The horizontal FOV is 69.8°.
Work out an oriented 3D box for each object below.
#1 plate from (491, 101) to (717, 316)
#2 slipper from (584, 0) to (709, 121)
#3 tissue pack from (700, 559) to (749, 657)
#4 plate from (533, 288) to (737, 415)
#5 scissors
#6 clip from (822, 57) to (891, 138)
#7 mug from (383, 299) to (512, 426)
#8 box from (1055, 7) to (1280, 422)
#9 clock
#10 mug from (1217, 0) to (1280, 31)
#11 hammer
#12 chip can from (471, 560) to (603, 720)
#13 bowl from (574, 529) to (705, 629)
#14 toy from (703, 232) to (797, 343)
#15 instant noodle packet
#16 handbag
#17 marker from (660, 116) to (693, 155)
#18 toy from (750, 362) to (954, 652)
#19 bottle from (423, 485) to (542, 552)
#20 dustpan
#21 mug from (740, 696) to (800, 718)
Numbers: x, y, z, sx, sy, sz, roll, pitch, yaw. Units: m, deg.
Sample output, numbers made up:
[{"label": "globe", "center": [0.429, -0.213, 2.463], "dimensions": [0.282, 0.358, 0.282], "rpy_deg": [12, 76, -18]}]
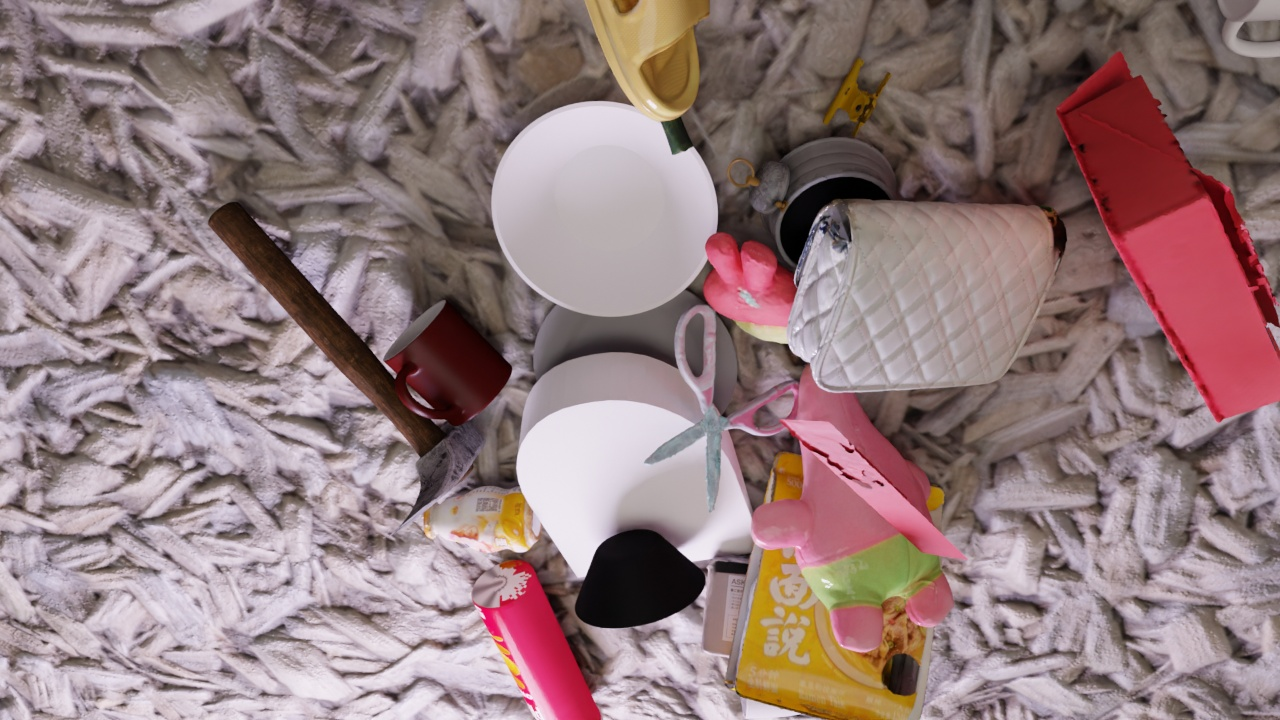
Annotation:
[{"label": "plate", "center": [-0.026, -0.120, 0.718], "dimensions": [0.174, 0.036, 0.174], "rpy_deg": [3, 121, 5]}, {"label": "slipper", "center": [0.001, -0.288, 0.578], "dimensions": [0.079, 0.099, 0.263], "rpy_deg": [-9, 115, 30]}, {"label": "tissue pack", "center": [0.150, 0.256, 0.893], "dimensions": [0.181, 0.071, 0.103], "rpy_deg": [6, 77, -1]}, {"label": "plate", "center": [-0.005, 0.005, 0.804], "dimensions": [0.178, 0.012, 0.179], "rpy_deg": [3, 121, 5]}, {"label": "scissors", "center": [0.064, 0.031, 0.757], "dimensions": [0.170, 0.013, 0.175], "rpy_deg": [-26, 104, -27]}, {"label": "clip", "center": [0.158, -0.185, 0.660], "dimensions": [0.048, 0.046, 0.054], "rpy_deg": [-5, 133, -45]}, {"label": "mug", "center": [-0.167, 0.012, 0.772], "dimensions": [0.073, 0.105, 0.082], "rpy_deg": [-31, 113, 30]}, {"label": "box", "center": [0.433, -0.158, 0.599], "dimensions": [0.374, 0.148, 0.213], "rpy_deg": [-47, 122, 1]}, {"label": "clock", "center": [0.131, -0.117, 0.687], "dimensions": [0.147, 0.056, 0.104], "rpy_deg": [19, 128, -18]}, {"label": "mug", "center": [0.425, -0.241, 0.584], "dimensions": [0.090, 0.073, 0.111], "rpy_deg": [-1, 146, 7]}, {"label": "hammer", "center": [-0.250, -0.004, 0.737], "dimensions": [0.037, 0.217, 0.300], "rpy_deg": [-40, 97, 6]}, {"label": "chip can", "center": [-0.106, 0.314, 0.966], "dimensions": [0.069, 0.069, 0.221], "rpy_deg": [-12, 118, 13]}, {"label": "bowl", "center": [-0.006, 0.190, 0.842], "dimensions": [0.124, 0.124, 0.052], "rpy_deg": [-11, 103, 12]}, {"label": "toy", "center": [0.091, -0.054, 0.715], "dimensions": [0.092, 0.045, 0.135], "rpy_deg": [8, 155, 32]}, {"label": "instant noodle packet", "center": [0.178, 0.205, 0.823], "dimensions": [0.163, 0.084, 0.221], "rpy_deg": [12, 81, 1]}, {"label": "handbag", "center": [0.203, -0.053, 0.672], "dimensions": [0.194, 0.072, 0.139], "rpy_deg": [-2, 123, -24]}, {"label": "marker", "center": [0.004, -0.216, 0.646], "dimensions": [0.017, 0.017, 0.146], "rpy_deg": [-20, 98, 17]}, {"label": "toy", "center": [0.176, 0.113, 0.765], "dimensions": [0.191, 0.236, 0.097], "rpy_deg": [-9, 167, -29]}, {"label": "bottle", "center": [-0.151, 0.152, 0.878], "dimensions": [0.108, 0.063, 0.063], "rpy_deg": [-2, 120, 8]}, {"label": "dustpan", "center": [-0.008, 0.100, 0.843], "dimensions": [0.192, 0.053, 0.258], "rpy_deg": [-11, 136, 12]}, {"label": "mug", "center": [0.149, 0.312, 0.944], "dimensions": [0.089, 0.071, 0.107], "rpy_deg": [-2, 95, 0]}]
